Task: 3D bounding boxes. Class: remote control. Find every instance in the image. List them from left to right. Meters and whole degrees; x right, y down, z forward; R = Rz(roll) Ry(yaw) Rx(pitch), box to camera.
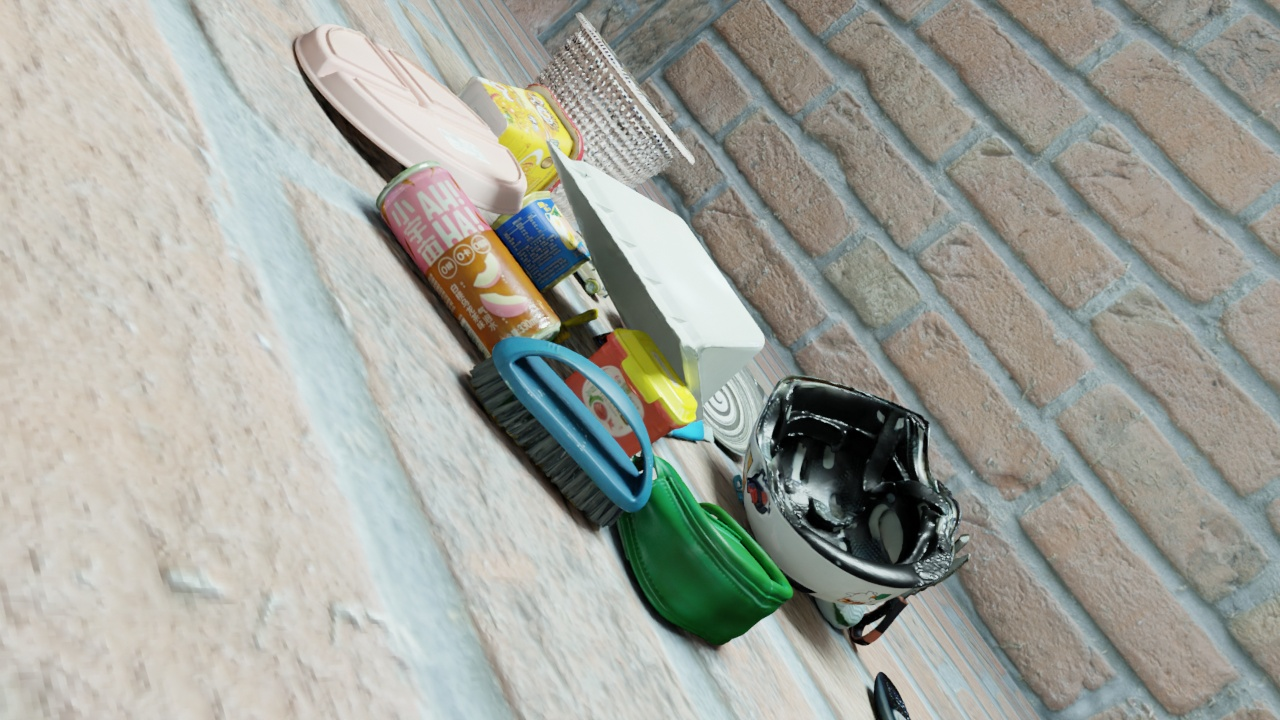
[{"bbox_3d":[0.255,0.363,0.916,0.053,0.024,0.136,52,12,-10],"label":"remote control"}]

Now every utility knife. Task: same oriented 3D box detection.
[{"bbox_3d":[0.056,0.074,1.018,0.216,0.018,0.034,28,60,-69],"label":"utility knife"}]

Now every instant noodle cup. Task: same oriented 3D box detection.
[{"bbox_3d":[-0.143,-0.236,0.979,0.116,0.116,0.123,57,23,18],"label":"instant noodle cup"}]

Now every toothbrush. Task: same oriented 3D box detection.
[{"bbox_3d":[-0.062,-0.035,0.895,0.016,0.016,0.190,57,11,-3],"label":"toothbrush"}]

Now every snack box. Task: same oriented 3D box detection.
[{"bbox_3d":[-0.010,0.030,0.729,0.091,0.080,0.082,54,12,9],"label":"snack box"}]

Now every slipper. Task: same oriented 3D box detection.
[{"bbox_3d":[0.222,0.223,1.115,0.104,0.074,0.244,49,27,-24],"label":"slipper"}]

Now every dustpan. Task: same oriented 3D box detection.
[{"bbox_3d":[-0.003,-0.044,0.834,0.257,0.143,0.222,7,46,-58],"label":"dustpan"}]

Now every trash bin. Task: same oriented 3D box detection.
[{"bbox_3d":[-0.074,-0.278,1.140,0.227,0.192,0.227,50,12,-14],"label":"trash bin"}]

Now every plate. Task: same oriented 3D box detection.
[{"bbox_3d":[-0.188,-0.212,0.795,0.229,0.028,0.229,39,17,-15],"label":"plate"},{"bbox_3d":[0.104,0.046,1.202,0.179,0.024,0.179,34,40,-35],"label":"plate"}]

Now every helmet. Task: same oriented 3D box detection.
[{"bbox_3d":[0.204,0.154,0.985,0.230,0.157,0.273,12,46,-15],"label":"helmet"}]

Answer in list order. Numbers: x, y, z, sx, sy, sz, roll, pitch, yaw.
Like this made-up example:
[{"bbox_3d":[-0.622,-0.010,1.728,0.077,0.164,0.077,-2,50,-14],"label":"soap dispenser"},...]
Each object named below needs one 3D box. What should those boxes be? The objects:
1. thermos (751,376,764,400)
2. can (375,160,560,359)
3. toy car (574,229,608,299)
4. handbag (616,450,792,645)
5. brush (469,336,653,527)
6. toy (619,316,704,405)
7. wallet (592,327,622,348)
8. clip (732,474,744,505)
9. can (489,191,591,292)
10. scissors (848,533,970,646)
[{"bbox_3d":[0.073,-0.007,1.270,0.242,0.069,0.089,45,45,-26],"label":"thermos"},{"bbox_3d":[-0.119,-0.065,0.639,0.147,0.058,0.058,53,11,3],"label":"can"},{"bbox_3d":[-0.064,-0.112,1.086,0.090,0.035,0.042,55,12,-1],"label":"toy car"},{"bbox_3d":[0.041,0.132,0.651,0.131,0.068,0.120,40,16,-49],"label":"handbag"},{"bbox_3d":[-0.041,0.040,0.590,0.144,0.074,0.055,50,18,-12],"label":"brush"},{"bbox_3d":[0.029,-0.013,1.092,0.159,0.054,0.121,55,1,12],"label":"toy"},{"bbox_3d":[-0.006,0.006,0.991,0.096,0.020,0.122,49,11,2],"label":"wallet"},{"bbox_3d":[0.120,0.153,1.057,0.038,0.013,0.055,49,12,-14],"label":"clip"},{"bbox_3d":[-0.096,-0.118,0.914,0.083,0.057,0.102,54,11,-5],"label":"can"},{"bbox_3d":[0.294,0.242,1.014,0.015,0.203,0.204,26,9,-5],"label":"scissors"}]
